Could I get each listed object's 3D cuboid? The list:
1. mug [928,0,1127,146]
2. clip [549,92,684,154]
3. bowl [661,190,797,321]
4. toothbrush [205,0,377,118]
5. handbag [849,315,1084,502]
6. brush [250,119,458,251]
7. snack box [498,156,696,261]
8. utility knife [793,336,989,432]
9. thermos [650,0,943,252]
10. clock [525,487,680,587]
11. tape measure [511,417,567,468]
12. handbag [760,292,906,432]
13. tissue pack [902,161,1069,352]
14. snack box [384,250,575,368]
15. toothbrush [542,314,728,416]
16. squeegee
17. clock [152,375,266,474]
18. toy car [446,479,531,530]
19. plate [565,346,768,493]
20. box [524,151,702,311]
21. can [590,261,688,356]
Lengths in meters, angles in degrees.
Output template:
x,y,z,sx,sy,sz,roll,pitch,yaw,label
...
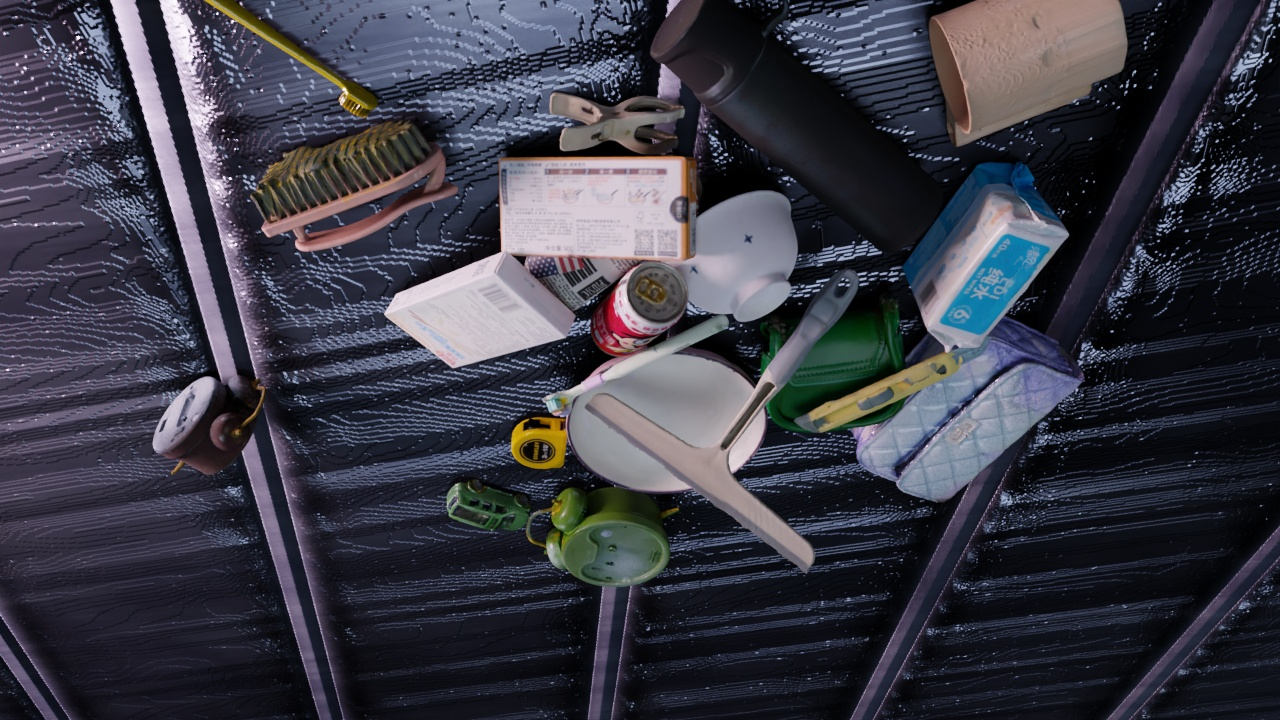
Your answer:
x,y,z,sx,sy,sz,roll,pitch,yaw,label
0.267,-0.206,0.641,0.104,0.084,0.124,-19,154,13,mug
-0.017,-0.176,0.682,0.097,0.060,0.034,-3,134,-14,clip
0.081,-0.070,0.725,0.118,0.064,0.118,-22,156,-11,bowl
-0.270,-0.231,0.639,0.190,0.015,0.017,32,130,-27,toothbrush
0.297,0.047,0.863,0.134,0.075,0.194,20,129,-18,handbag
-0.215,-0.132,0.699,0.146,0.063,0.073,-16,126,10,brush
-0.034,-0.115,0.690,0.154,0.026,0.075,4,104,20,snack box
0.219,0.022,0.797,0.178,0.019,0.031,-29,125,12,utility knife
0.125,-0.176,0.661,0.242,0.068,0.090,33,128,-27,thermos
-0.044,0.189,0.994,0.161,0.056,0.116,7,131,-8,clock
-0.100,0.080,0.913,0.057,0.028,0.060,4,132,-6,tape measure
0.172,0.001,0.823,0.131,0.067,0.120,-9,131,6,handbag
0.272,-0.083,0.736,0.063,0.089,0.140,16,129,-15,tissue pack
-0.137,-0.038,0.769,0.157,0.026,0.084,-12,136,42,snack box
-0.005,0.005,0.797,0.190,0.020,0.029,-27,128,25,toothbrush
0.111,0.018,0.778,0.246,0.039,0.247,36,118,7,squeegee
-0.394,0.057,0.851,0.122,0.081,0.055,-26,132,22,clock
-0.162,0.158,0.979,0.091,0.036,0.043,17,128,-21,toy car
0.025,0.053,0.885,0.192,0.039,0.193,-1,132,-1,plate
-0.027,-0.098,0.724,0.164,0.077,0.075,-32,116,27,box
-0.003,-0.040,0.746,0.053,0.053,0.133,12,168,-12,can
